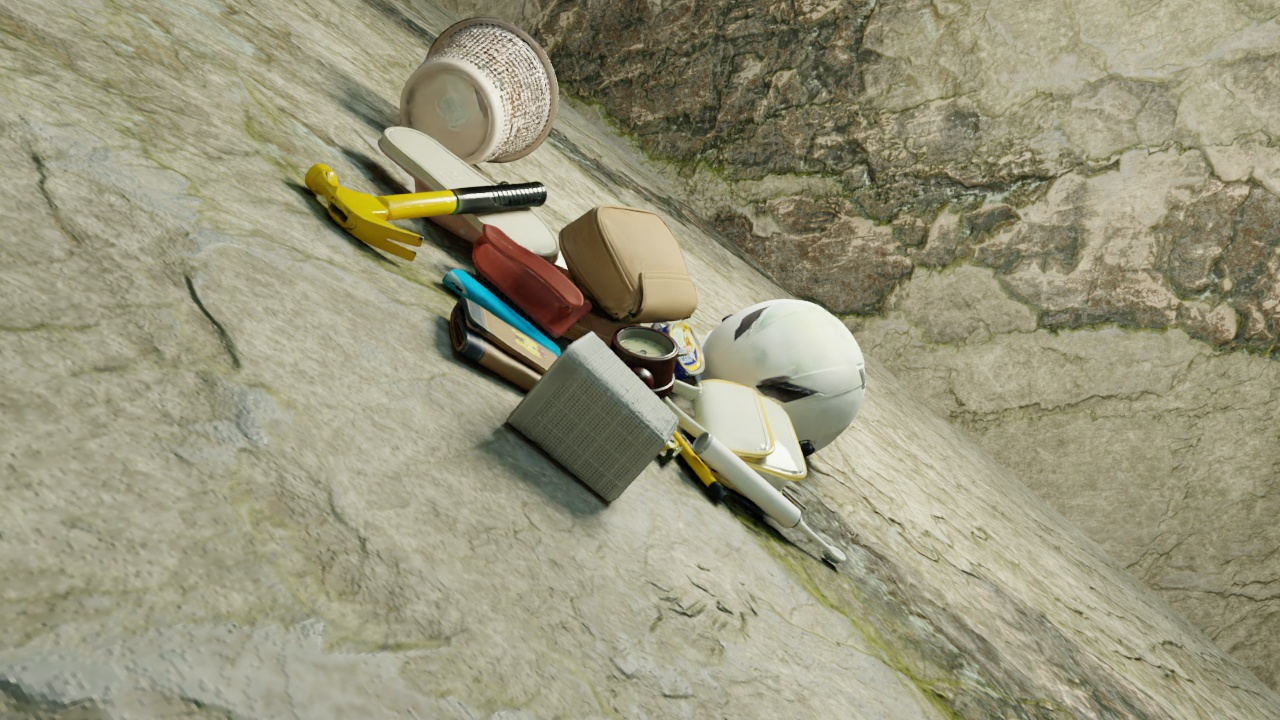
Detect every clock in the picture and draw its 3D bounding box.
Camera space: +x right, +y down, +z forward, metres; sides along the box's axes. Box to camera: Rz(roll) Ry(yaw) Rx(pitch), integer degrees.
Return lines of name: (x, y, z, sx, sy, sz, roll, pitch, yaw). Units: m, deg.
clock: (-0.006, 0.006, 1.011, 0.082, 0.055, 0.121, 29, 33, 26)

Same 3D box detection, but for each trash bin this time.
trash bin: (-0.256, -0.387, 1.380, 0.227, 0.228, 0.191, 36, 28, -7)

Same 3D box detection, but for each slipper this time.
slipper: (-0.213, -0.191, 1.116, 0.274, 0.055, 0.113, 38, 31, 11)

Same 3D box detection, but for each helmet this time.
helmet: (0.210, 0.008, 1.248, 0.258, 0.146, 0.229, 3, 54, -43)

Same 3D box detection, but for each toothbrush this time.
toothbrush: (0.141, 0.151, 0.974, 0.221, 0.026, 0.026, 41, 50, -17)

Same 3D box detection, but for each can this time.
can: (0.038, -0.007, 1.141, 0.148, 0.049, 0.074, -12, 81, -74)

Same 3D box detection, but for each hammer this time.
hammer: (-0.209, -0.173, 1.005, 0.129, 0.033, 0.299, 45, 33, 17)

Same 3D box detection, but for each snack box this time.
snack box: (-0.056, -0.056, 1.112, 0.157, 0.026, 0.084, 20, 47, -48)

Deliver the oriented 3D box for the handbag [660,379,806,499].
handbag: (0.096, 0.074, 1.046, 0.178, 0.063, 0.163, 26, 24, -16)

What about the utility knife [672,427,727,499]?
utility knife: (0.038, 0.081, 0.988, 0.192, 0.015, 0.033, 50, 1, 37)

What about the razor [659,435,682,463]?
razor: (-0.013, 0.055, 0.946, 0.132, 0.028, 0.043, 38, 18, 8)

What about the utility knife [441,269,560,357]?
utility knife: (-0.136, -0.041, 0.960, 0.162, 0.018, 0.034, 38, 18, -8)

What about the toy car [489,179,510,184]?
toy car: (-0.213, -0.231, 1.263, 0.120, 0.045, 0.053, 17, 8, 10)

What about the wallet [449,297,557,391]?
wallet: (-0.124, -0.009, 0.866, 0.115, 0.033, 0.090, 34, 14, -28)

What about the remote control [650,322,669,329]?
remote control: (0.034, -0.029, 1.303, 0.053, 0.024, 0.136, 35, 14, -5)

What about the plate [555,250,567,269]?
plate: (-0.110, -0.123, 1.225, 0.163, 0.034, 0.164, 30, 17, -26)

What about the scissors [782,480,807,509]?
scissors: (0.133, 0.116, 1.121, 0.159, 0.014, 0.178, 19, 25, -48)

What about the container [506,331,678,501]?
container: (-0.036, 0.050, 0.789, 0.114, 0.090, 0.090, 42, 16, 1)

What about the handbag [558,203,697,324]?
handbag: (-0.015, -0.108, 1.098, 0.204, 0.100, 0.147, -7, 68, -61)

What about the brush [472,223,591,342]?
brush: (-0.124, -0.089, 1.002, 0.146, 0.069, 0.063, 40, 54, 10)
